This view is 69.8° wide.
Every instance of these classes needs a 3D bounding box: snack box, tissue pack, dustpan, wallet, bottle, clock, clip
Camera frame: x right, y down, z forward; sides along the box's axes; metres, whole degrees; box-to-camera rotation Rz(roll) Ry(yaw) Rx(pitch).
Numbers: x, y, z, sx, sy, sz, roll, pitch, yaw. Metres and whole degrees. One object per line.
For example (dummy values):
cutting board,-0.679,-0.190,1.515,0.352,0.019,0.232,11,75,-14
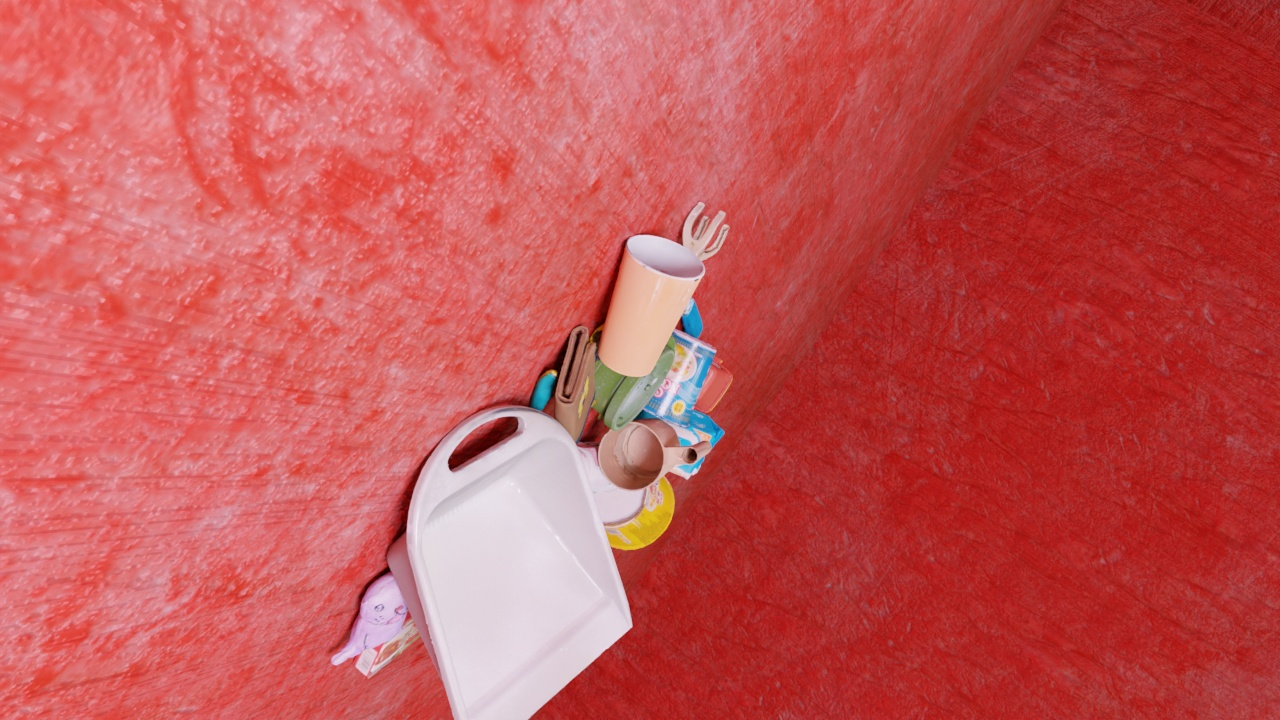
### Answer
snack box,-0.244,0.278,1.004,0.075,0.025,0.152,-60,165,26
tissue pack,0.039,0.107,1.320,0.090,0.140,0.063,-58,-164,23
dustpan,-0.110,0.181,0.838,0.222,0.257,0.143,-31,175,-43
snack box,0.075,0.020,1.308,0.082,0.091,0.080,-55,160,2
wallet,-0.066,0.030,0.918,0.115,0.033,0.090,97,6,-61
bottle,-0.068,0.135,1.155,0.068,0.068,0.197,-54,165,4
clock,-0.006,0.006,1.060,0.161,0.056,0.116,-54,167,2
clip,0.061,-0.114,0.985,0.104,0.035,0.082,-67,161,6

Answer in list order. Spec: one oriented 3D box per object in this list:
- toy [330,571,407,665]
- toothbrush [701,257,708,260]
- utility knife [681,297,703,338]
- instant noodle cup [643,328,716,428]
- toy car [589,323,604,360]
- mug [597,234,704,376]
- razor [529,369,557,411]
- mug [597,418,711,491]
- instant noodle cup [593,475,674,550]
toy,-0.246,0.238,0.867,0.083,0.039,0.108,-20,146,-52
toothbrush,0.040,-0.110,1.012,0.018,0.016,0.191,-47,170,22
utility knife,0.066,-0.060,1.222,0.034,0.018,0.191,-63,168,-9
instant noodle cup,0.045,0.018,1.207,0.110,0.099,0.099,-64,166,6
toy car,-0.017,-0.041,0.960,0.105,0.032,0.048,-40,164,-6
mug,0.003,-0.049,0.882,0.078,0.078,0.123,-34,152,-54
razor,-0.105,0.057,0.911,0.028,0.043,0.133,-92,-159,-53
mug,0.021,0.113,1.143,0.103,0.125,0.084,-5,92,-75
instant noodle cup,-0.029,0.197,1.326,0.138,0.138,0.110,-52,157,-7
